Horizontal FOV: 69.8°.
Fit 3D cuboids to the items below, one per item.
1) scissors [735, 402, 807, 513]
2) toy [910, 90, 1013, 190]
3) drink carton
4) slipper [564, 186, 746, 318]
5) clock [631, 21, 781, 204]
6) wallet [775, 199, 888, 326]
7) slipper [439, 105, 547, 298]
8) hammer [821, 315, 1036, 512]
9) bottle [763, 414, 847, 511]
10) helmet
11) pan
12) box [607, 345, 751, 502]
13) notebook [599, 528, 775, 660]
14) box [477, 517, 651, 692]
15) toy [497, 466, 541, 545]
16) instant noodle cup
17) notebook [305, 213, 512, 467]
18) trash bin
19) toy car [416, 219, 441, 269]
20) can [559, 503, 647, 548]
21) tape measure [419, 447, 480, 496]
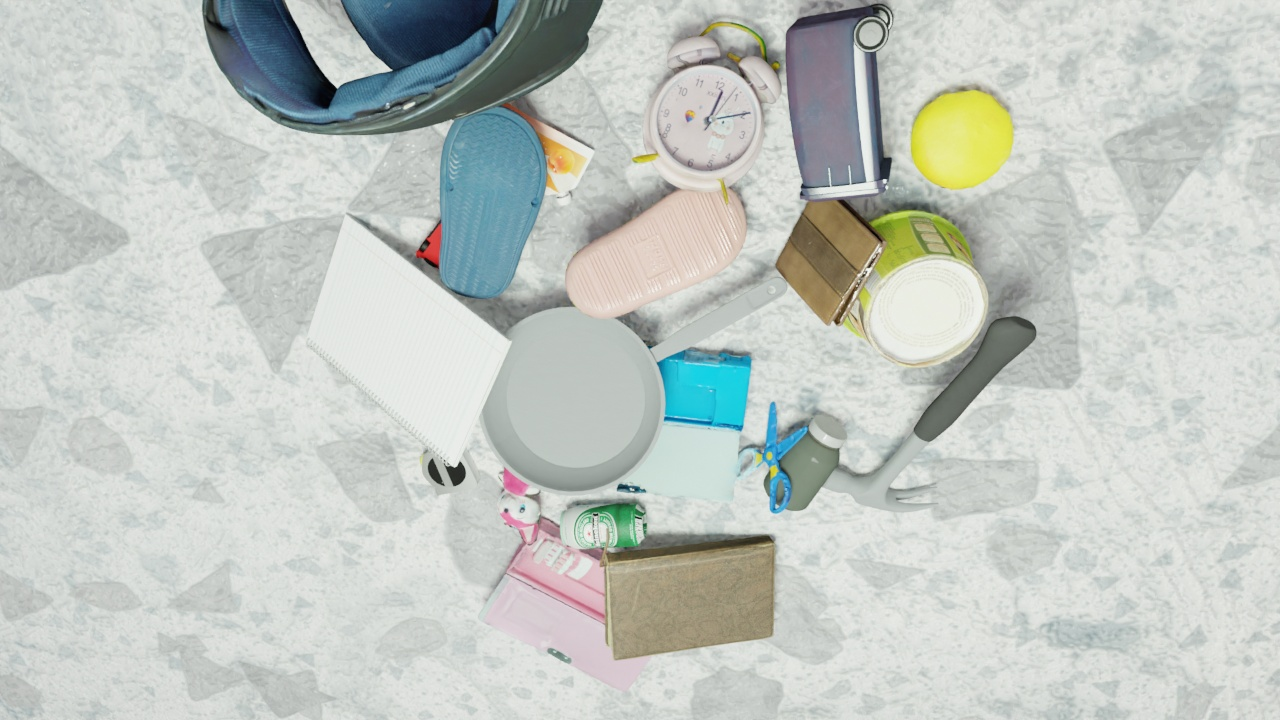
[{"bbox_3d":[0.146,0.110,1.043,0.015,0.127,0.125,9,81,-38],"label":"scissors"},{"bbox_3d":[0.304,-0.208,0.869,0.095,0.041,0.094,13,114,1],"label":"toy"},{"bbox_3d":[-0.114,-0.211,0.930,0.122,0.038,0.069,26,117,-13],"label":"drink carton"},{"bbox_3d":[0.014,-0.108,0.935,0.197,0.081,0.093,-30,100,-5],"label":"slipper"},{"bbox_3d":[0.067,-0.237,0.860,0.117,0.059,0.158,22,95,-1],"label":"clock"},{"bbox_3d":[0.184,-0.104,0.901,0.027,0.121,0.099,9,122,-29],"label":"wallet"},{"bbox_3d":[-0.152,-0.157,0.927,0.103,0.059,0.214,7,126,-12],"label":"slipper"},{"bbox_3d":[0.315,0.066,0.971,0.125,0.029,0.312,20,135,-6],"label":"hammer"},{"bbox_3d":[0.188,0.116,1.043,0.060,0.060,0.109,25,118,-6],"label":"bottle"},{"bbox_3d":[-0.173,-0.324,0.761,0.317,0.235,0.249,-25,111,21],"label":"helmet"},{"bbox_3d":[-0.006,0.006,0.971,0.357,0.050,0.201,-29,91,7],"label":"pan"},{"bbox_3d":[-0.005,0.062,1.037,0.243,0.071,0.170,6,95,5],"label":"box"},{"bbox_3d":[0.058,0.274,1.124,0.215,0.034,0.190,-6,114,-8],"label":"notebook"},{"bbox_3d":[-0.073,0.321,1.197,0.232,0.039,0.179,31,113,-9],"label":"box"},{"bbox_3d":[-0.155,0.172,1.121,0.065,0.050,0.102,17,113,37],"label":"toy"},{"bbox_3d":[0.268,-0.065,0.904,0.146,0.097,0.146,-2,118,-3],"label":"instant noodle cup"},{"bbox_3d":[-0.261,-0.020,1.003,0.245,0.013,0.178,37,118,17],"label":"notebook"},{"bbox_3d":[0.187,-0.233,0.843,0.092,0.093,0.161,-2,116,19],"label":"trash bin"},{"bbox_3d":[-0.202,-0.136,0.983,0.038,0.025,0.090,34,119,-18],"label":"toy car"},{"bbox_3d":[-0.044,0.203,1.123,0.101,0.053,0.053,-4,117,9],"label":"can"},{"bbox_3d":[-0.237,0.135,1.134,0.064,0.016,0.065,-12,115,13],"label":"tape measure"}]
